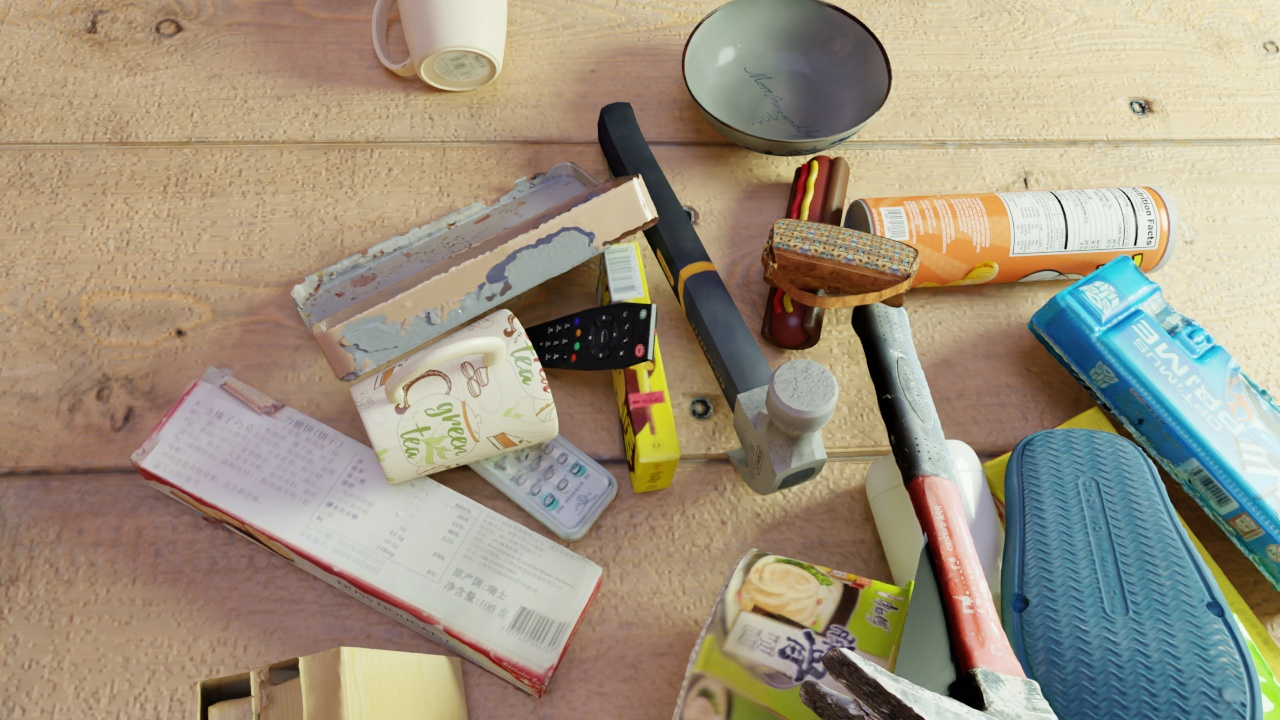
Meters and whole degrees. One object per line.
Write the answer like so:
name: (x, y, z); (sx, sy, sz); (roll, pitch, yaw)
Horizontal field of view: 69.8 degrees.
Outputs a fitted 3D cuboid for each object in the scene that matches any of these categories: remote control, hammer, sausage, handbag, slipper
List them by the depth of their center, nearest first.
hammer: (0.140, 0.064, 0.466); (0.140, 0.036, 0.325); (15, 36, -8)
slipper: (0.235, 0.119, 0.472); (0.104, 0.059, 0.213); (-3, 41, 13)
handbag: (0.107, -0.042, 0.511); (0.093, 0.195, 0.043); (14, 107, 11)
remote control: (-0.033, -0.012, 0.563); (0.010, 0.125, 0.039); (12, 79, -41)
remote control: (-0.078, 0.057, 0.570); (0.133, 0.022, 0.050); (36, 68, 13)
hammer: (0.033, -0.057, 0.584); (0.035, 0.139, 0.312); (-17, 57, -11)
sausage: (0.115, -0.078, 0.635); (0.040, 0.040, 0.155); (14, 65, 3)

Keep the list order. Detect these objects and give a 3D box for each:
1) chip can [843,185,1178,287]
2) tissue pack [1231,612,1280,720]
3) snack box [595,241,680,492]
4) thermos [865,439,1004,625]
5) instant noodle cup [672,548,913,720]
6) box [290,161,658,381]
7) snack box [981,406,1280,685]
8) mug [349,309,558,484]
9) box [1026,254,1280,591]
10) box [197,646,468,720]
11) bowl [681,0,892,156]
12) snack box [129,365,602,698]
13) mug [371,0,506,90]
chip can: (0.251, -0.085, 0.633); (0.210, 0.062, 0.062); (-3, 65, -5)
tissue pack: (0.291, 0.194, 0.472); (0.099, 0.034, 0.114); (-17, 70, -18)
snack box: (-0.003, 0.003, 0.578); (0.025, 0.061, 0.148); (-7, 66, -8)
thermos: (0.204, 0.161, 0.518); (0.101, 0.069, 0.229); (-3, 66, -19)
instant noodle cup: (0.079, 0.167, 0.467); (0.098, 0.146, 0.146); (20, 65, 17)
box: (-0.109, -0.066, 0.584); (0.216, 0.063, 0.157); (-30, 37, -15)
snack box: (0.288, 0.134, 0.545); (0.092, 0.042, 0.200); (-23, 69, -14)
mug: (-0.104, 0.018, 0.503); (0.097, 0.122, 0.081); (-22, 76, -17)
box: (0.347, 0.051, 0.569); (0.090, 0.066, 0.243); (-26, 69, -30)
box: (-0.141, 0.268, 0.411); (0.148, 0.141, 0.248); (-14, 66, -1)
bowl: (0.104, -0.199, 0.679); (0.150, 0.057, 0.150); (1, 62, -2)
snack box: (-0.159, 0.098, 0.537); (0.273, 0.044, 0.076); (25, 60, 8)
mug: (-0.152, -0.258, 0.687); (0.112, 0.085, 0.104); (-13, 76, 21)
